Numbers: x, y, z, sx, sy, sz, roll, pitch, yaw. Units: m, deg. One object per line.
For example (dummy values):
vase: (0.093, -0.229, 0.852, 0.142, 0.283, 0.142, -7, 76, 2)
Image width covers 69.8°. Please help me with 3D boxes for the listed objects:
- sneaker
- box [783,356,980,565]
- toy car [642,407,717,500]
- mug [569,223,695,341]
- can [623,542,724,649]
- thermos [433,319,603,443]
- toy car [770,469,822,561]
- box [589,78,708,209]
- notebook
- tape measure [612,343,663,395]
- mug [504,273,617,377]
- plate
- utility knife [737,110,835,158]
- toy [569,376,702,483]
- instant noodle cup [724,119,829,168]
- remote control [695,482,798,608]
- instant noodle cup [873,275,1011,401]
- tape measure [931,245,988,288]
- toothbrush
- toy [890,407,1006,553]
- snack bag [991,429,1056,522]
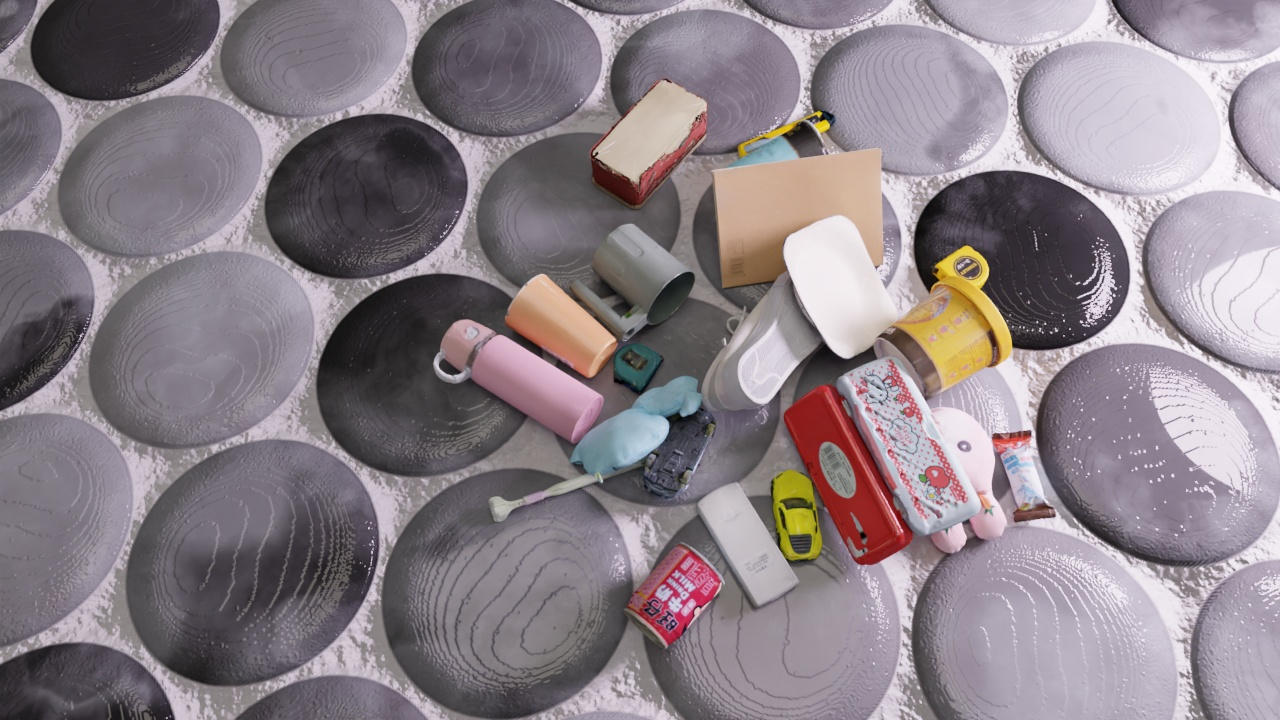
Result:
sneaker: (0.147, -0.021, 1.095, 0.089, 0.091, 0.241, 50, 51, -13)
box: (0.258, 0.107, 1.006, 0.160, 0.065, 0.201, -32, 64, 18)
toy car: (0.045, 0.104, 1.053, 0.054, 0.037, 0.120, 22, 57, 13)
mug: (-0.012, -0.095, 1.121, 0.123, 0.084, 0.103, -40, 68, -18)
can: (0.034, 0.248, 0.967, 0.066, 0.067, 0.093, 39, 71, 17)
thermos: (-0.147, 0.026, 1.071, 0.198, 0.067, 0.087, 30, 54, 12)
toy car: (0.174, 0.171, 1.022, 0.048, 0.032, 0.105, -4, 63, -1)
box: (0.014, -0.293, 1.218, 0.091, 0.078, 0.168, 34, 70, 16)
notebook: (0.198, -0.175, 1.141, 0.211, 0.149, 0.012, -9, 21, -4)
tape measure: (-0.006, 0.006, 1.105, 0.054, 0.025, 0.058, 29, 67, 12)
mug: (-0.092, -0.037, 1.102, 0.123, 0.078, 0.078, 38, 70, 12)
plate: (0.233, -0.086, 1.104, 0.163, 0.034, 0.164, -26, 90, -42)
utility knife: (0.200, -0.308, 1.257, 0.153, 0.015, 0.033, -25, 64, -11)
toy: (-0.005, 0.078, 1.037, 0.162, 0.050, 0.155, -19, 22, 32)
instant noodle cup: (0.175, -0.234, 1.180, 0.120, 0.111, 0.111, -24, 66, -1)
remote control: (0.116, 0.202, 1.014, 0.056, 0.019, 0.135, -27, 67, -12)
instant noodle cup: (0.346, -0.019, 1.068, 0.114, 0.118, 0.118, -34, 69, -6)
tape measure: (0.405, -0.110, 1.153, 0.060, 0.029, 0.057, -33, 68, -14)
toothbrush: (-0.079, 0.141, 1.046, 0.189, 0.020, 0.029, -18, 96, -9)
toy: (0.347, 0.131, 1.030, 0.121, 0.054, 0.159, -19, 74, -6)
snack bag: (0.434, 0.130, 1.041, 0.048, 0.026, 0.104, -9, 64, 9)
